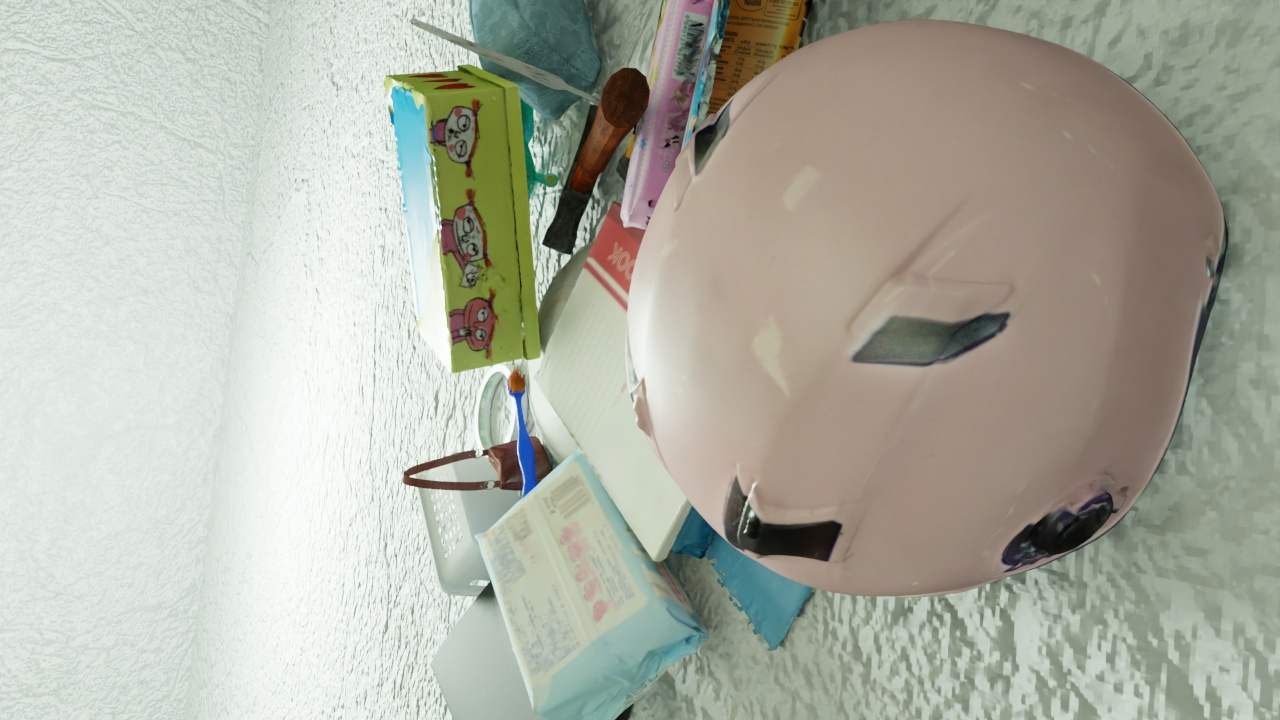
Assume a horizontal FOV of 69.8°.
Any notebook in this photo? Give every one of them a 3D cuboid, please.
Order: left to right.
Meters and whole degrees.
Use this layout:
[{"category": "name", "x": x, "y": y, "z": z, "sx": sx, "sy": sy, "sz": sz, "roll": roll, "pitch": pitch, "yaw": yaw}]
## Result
[{"category": "notebook", "x": -0.004, "y": 0.003, "z": 0.597, "sx": 0.208, "sy": 0.012, "sz": 0.153, "roll": 50, "pitch": 121, "yaw": 48}]

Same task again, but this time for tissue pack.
[{"category": "tissue pack", "x": -0.034, "y": 0.152, "z": 0.609, "sx": 0.112, "sy": 0.070, "sz": 0.181, "roll": -39, "pitch": 44, "yaw": 7}]

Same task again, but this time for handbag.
[{"category": "handbag", "x": -0.135, "y": 0.091, "z": 0.756, "sx": 0.055, "sy": 0.119, "sz": 0.029, "roll": -122, "pitch": 36, "yaw": -46}, {"category": "handbag", "x": -0.086, "y": -0.309, "z": 0.772, "sx": 0.119, "sy": 0.121, "sz": 0.191, "roll": -32, "pitch": 55, "yaw": 26}, {"category": "handbag", "x": -0.062, "y": 0.210, "z": 0.690, "sx": 0.176, "sy": 0.072, "sz": 0.196, "roll": 41, "pitch": 107, "yaw": 53}]

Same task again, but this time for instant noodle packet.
[{"category": "instant noodle packet", "x": 0.059, "y": -0.230, "z": 0.598, "sx": 0.160, "sy": 0.032, "sz": 0.221, "roll": 32, "pitch": 111, "yaw": 53}]

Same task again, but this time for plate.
[{"category": "plate", "x": -0.053, "y": -0.006, "z": 0.733, "sx": 0.189, "sy": 0.027, "sz": 0.188, "roll": -18, "pitch": 69, "yaw": 55}]

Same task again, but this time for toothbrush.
[{"category": "toothbrush", "x": -0.086, "y": -0.218, "z": 0.686, "sx": 0.010, "sy": 0.181, "sz": 0.010, "roll": 42, "pitch": 113, "yaw": 56}, {"category": "toothbrush", "x": -0.092, "y": 0.081, "z": 0.745, "sx": 0.018, "sy": 0.016, "sz": 0.182, "roll": 109, "pitch": 154, "yaw": -50}]

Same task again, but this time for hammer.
[{"category": "hammer", "x": -0.030, "y": -0.139, "z": 0.615, "sx": 0.301, "sy": 0.028, "sz": 0.111, "roll": -168, "pitch": 98, "yaw": -81}]

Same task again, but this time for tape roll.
[{"category": "tape roll", "x": -0.131, "y": 0.049, "z": 0.859, "sx": 0.093, "sy": 0.013, "sz": 0.093, "roll": -19, "pitch": 68, "yaw": 55}]

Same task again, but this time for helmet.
[{"category": "helmet", "x": 0.087, "y": -0.014, "z": 0.378, "sx": 0.230, "sy": 0.152, "sz": 0.256, "roll": 50, "pitch": 125, "yaw": 32}]

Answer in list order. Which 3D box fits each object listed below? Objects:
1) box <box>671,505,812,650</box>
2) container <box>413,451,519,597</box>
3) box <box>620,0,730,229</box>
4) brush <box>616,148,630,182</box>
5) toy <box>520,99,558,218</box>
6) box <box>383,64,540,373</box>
[{"category": "box", "x": 0.072, "y": 0.024, "z": 0.527, "sx": 0.174, "sy": 0.033, "sz": 0.232, "roll": 50, "pitch": 124, "yaw": 49}, {"category": "container", "x": -0.142, "y": 0.137, "z": 0.799, "sx": 0.050, "sy": 0.080, "sz": 0.129, "roll": -46, "pitch": 48, "yaw": 27}, {"category": "box", "x": 0.029, "y": -0.185, "z": 0.513, "sx": 0.159, "sy": 0.035, "sz": 0.230, "roll": -117, "pitch": 39, "yaw": -80}, {"category": "brush", "x": 0.018, "y": -0.119, "z": 0.658, "sx": 0.039, "sy": 0.012, "sz": 0.151, "roll": -63, "pitch": 37, "yaw": 27}, {"category": "toy", "x": -0.116, "y": -0.197, "z": 0.837, "sx": 0.131, "sy": 0.072, "sz": 0.193, "roll": 81, "pitch": 180, "yaw": -67}, {"category": "box", "x": -0.140, "y": -0.114, "z": 0.729, "sx": 0.124, "sy": 0.080, "sz": 0.221, "roll": 37, "pitch": 133, "yaw": 54}]
